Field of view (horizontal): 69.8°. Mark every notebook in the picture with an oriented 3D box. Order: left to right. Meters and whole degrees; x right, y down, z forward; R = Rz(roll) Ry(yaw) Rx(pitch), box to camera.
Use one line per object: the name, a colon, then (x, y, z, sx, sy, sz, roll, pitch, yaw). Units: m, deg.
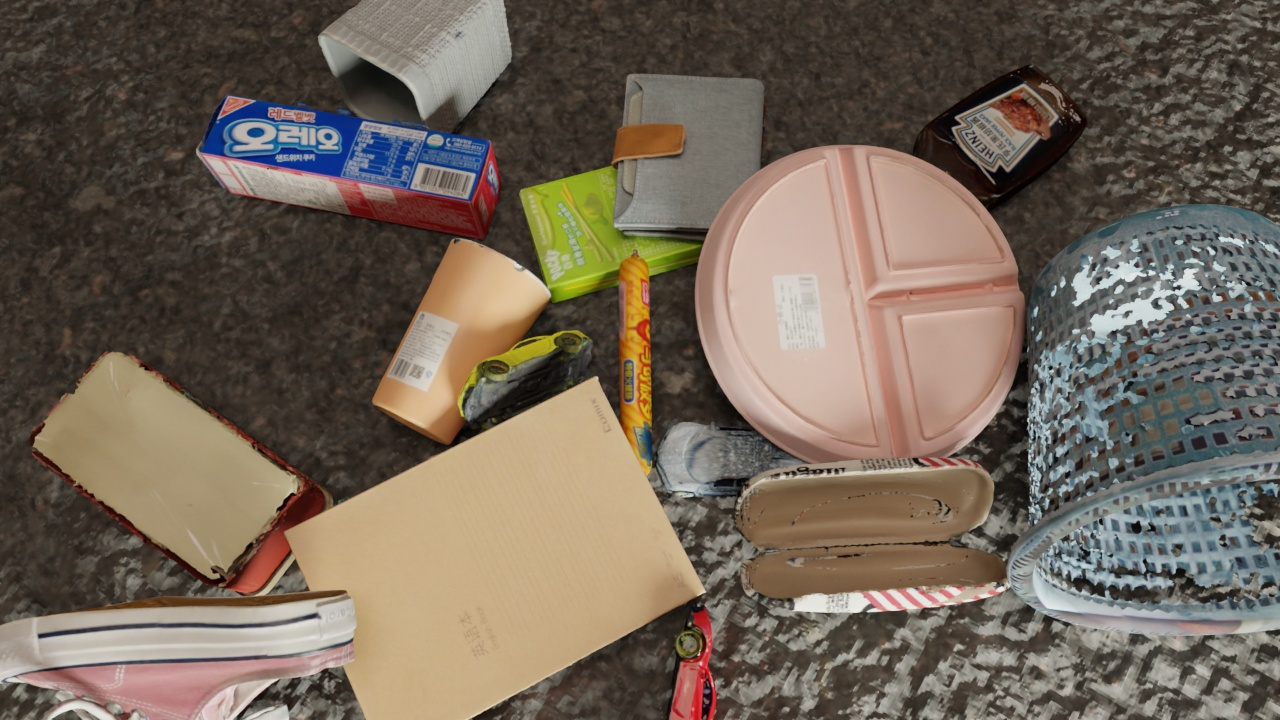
notebook: (-0.087, 0.121, 0.555, 0.211, 0.012, 0.149, -26, 80, -7)

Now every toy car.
toy car: (-0.077, 0.009, 0.602, 0.105, 0.048, 0.032, -24, 52, -39)
toy car: (0.029, 0.197, 0.540, 0.031, 0.049, 0.106, 9, 69, 4)
toy car: (0.062, 0.065, 0.602, 0.105, 0.031, 0.048, 1, 68, 2)

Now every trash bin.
trash bin: (0.318, 0.029, 0.529, 0.226, 0.227, 0.194, 3, 56, 2)

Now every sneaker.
sneaker: (-0.272, 0.181, 0.520, 0.241, 0.118, 0.087, -7, 81, 14)

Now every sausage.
sausage: (-0.004, 0.004, 0.621, 0.021, 0.021, 0.165, -1, 79, 1)

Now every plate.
plate: (0.150, -0.040, 0.605, 0.229, 0.028, 0.229, 1, 79, -7)

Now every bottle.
bottle: (0.231, -0.140, 0.672, 0.194, 0.044, 0.080, -34, 75, -11)

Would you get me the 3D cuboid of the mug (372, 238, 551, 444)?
mug: (-0.123, -0.010, 0.614, 0.078, 0.078, 0.122, 25, 75, 10)

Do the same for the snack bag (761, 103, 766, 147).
snack bag: (0.044, -0.185, 0.702, 0.105, 0.026, 0.045, 7, 66, 2)

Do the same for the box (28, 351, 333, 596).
box: (-0.292, 0.068, 0.583, 0.168, 0.078, 0.091, 31, 73, 12)

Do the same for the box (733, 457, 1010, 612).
box: (0.140, 0.102, 0.561, 0.162, 0.076, 0.087, -5, 98, 2)

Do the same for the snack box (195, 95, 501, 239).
snack box: (-0.211, -0.142, 0.674, 0.207, 0.058, 0.057, 11, 69, 5)

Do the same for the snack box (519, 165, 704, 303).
snack box: (-0.003, -0.104, 0.671, 0.156, 0.026, 0.085, -16, 69, -5)

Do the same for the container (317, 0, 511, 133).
container: (-0.163, -0.235, 0.695, 0.090, 0.090, 0.114, 32, 69, 12)

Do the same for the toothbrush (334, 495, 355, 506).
toothbrush: (-0.098, 0.079, 0.577, 0.191, 0.018, 0.016, -8, 70, -2)

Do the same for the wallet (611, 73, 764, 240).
wallet: (0.034, -0.148, 0.653, 0.106, 0.037, 0.129, 5, 67, 2)

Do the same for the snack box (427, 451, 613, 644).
snack box: (-0.077, 0.119, 0.586, 0.075, 0.025, 0.152, -21, 69, -6)
